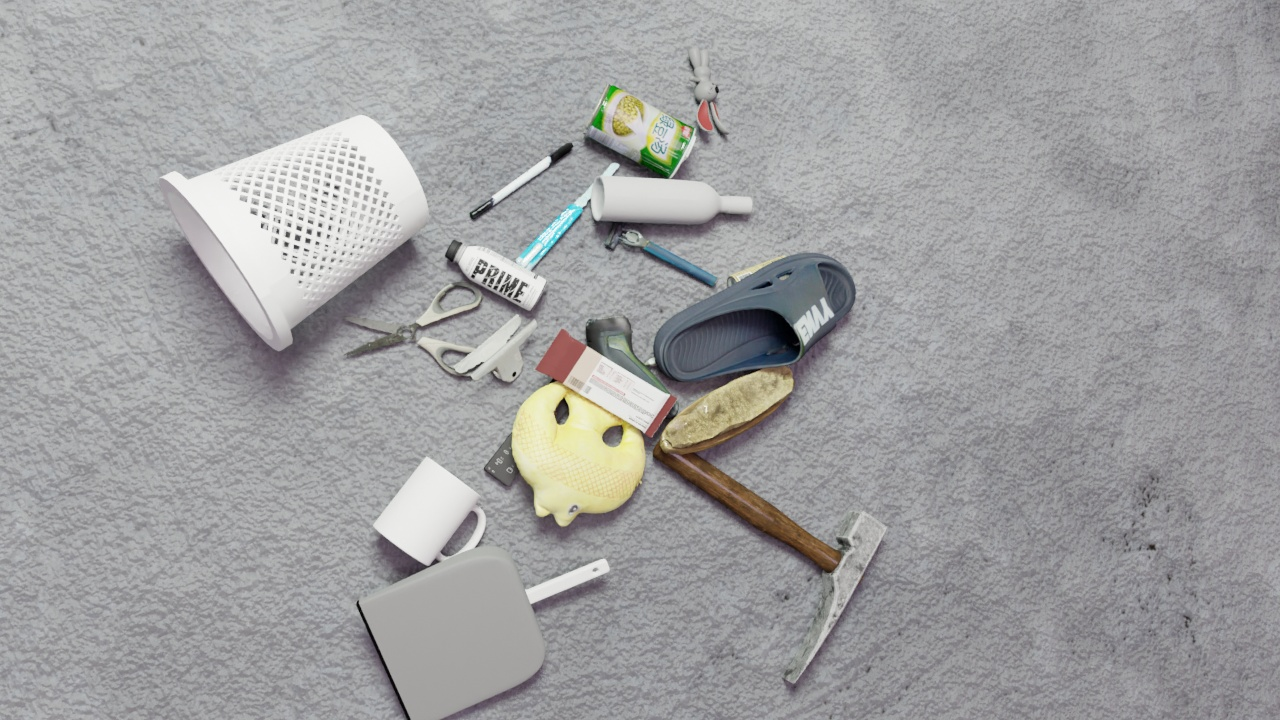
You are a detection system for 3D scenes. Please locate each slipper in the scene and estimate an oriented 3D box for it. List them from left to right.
[{"bbox_3d":[0.147,-0.044,1.076,0.267,0.083,0.111,-23,119,-13],"label":"slipper"}]

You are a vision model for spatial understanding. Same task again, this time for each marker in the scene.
[{"bbox_3d":[-0.138,-0.212,1.076,0.152,0.011,0.011,-39,95,-14],"label":"marker"}]

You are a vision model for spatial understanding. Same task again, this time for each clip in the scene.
[{"bbox_3d":[-0.157,-0.007,1.036,0.058,0.052,0.101,42,64,10],"label":"clip"}]

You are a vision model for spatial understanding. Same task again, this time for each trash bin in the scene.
[{"bbox_3d":[-0.339,-0.145,0.939,0.199,0.196,0.195,-37,94,-25],"label":"trash bin"}]

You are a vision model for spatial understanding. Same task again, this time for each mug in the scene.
[{"bbox_3d":[-0.217,0.172,0.992,0.110,0.074,0.090,45,74,-33],"label":"mug"}]

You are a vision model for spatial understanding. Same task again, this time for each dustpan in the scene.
[{"bbox_3d":[-0.152,0.275,0.994,0.257,0.033,0.163,-20,107,-10],"label":"dustpan"}]

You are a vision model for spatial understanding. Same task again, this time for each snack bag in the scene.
[{"bbox_3d":[-0.037,0.026,1.033,0.158,0.013,0.057,31,99,-16],"label":"snack bag"}]

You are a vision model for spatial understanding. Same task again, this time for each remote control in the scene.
[{"bbox_3d":[-0.120,0.074,1.050,0.034,0.013,0.150,39,77,-8],"label":"remote control"}]

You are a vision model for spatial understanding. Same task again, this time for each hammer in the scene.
[{"bbox_3d":[0.122,0.213,1.087,0.300,0.037,0.217,34,77,-8],"label":"hammer"}]

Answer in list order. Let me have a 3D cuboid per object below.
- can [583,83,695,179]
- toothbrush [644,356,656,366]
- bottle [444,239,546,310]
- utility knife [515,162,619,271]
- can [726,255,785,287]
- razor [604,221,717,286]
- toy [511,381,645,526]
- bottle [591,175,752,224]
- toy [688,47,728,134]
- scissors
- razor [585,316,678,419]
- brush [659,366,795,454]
[{"bbox_3d":[0.000,-0.271,1.088,0.121,0.067,0.067,26,79,-10],"label":"can"},{"bbox_3d":[0.088,-0.032,1.114,0.188,0.016,0.017,-23,79,-16],"label":"toothbrush"},{"bbox_3d":[-0.166,-0.100,1.042,0.116,0.041,0.041,28,78,-10],"label":"bottle"},{"bbox_3d":[-0.082,-0.170,1.083,0.022,0.015,0.178,44,77,-7],"label":"utility knife"},{"bbox_3d":[0.149,-0.099,1.124,0.079,0.038,0.038,-21,90,-15],"label":"can"},{"bbox_3d":[0.029,-0.126,1.105,0.144,0.022,0.042,25,80,-11],"label":"razor"},{"bbox_3d":[-0.070,0.109,1.031,0.170,0.065,0.154,30,67,-23],"label":"toy"},{"bbox_3d":[0.042,-0.189,1.095,0.195,0.053,0.052,-1,84,-21],"label":"bottle"},{"bbox_3d":[0.081,-0.332,1.134,0.049,0.030,0.111,-5,82,-43],"label":"toy"},{"bbox_3d":[-0.241,-0.035,1.031,0.157,0.013,0.165,38,76,-7],"label":"scissors"},{"bbox_3d":[-0.006,0.006,1.066,0.151,0.054,0.067,44,85,-12],"label":"razor"},{"bbox_3d":[0.106,0.057,1.081,0.195,0.043,0.059,-25,73,-25],"label":"brush"}]
